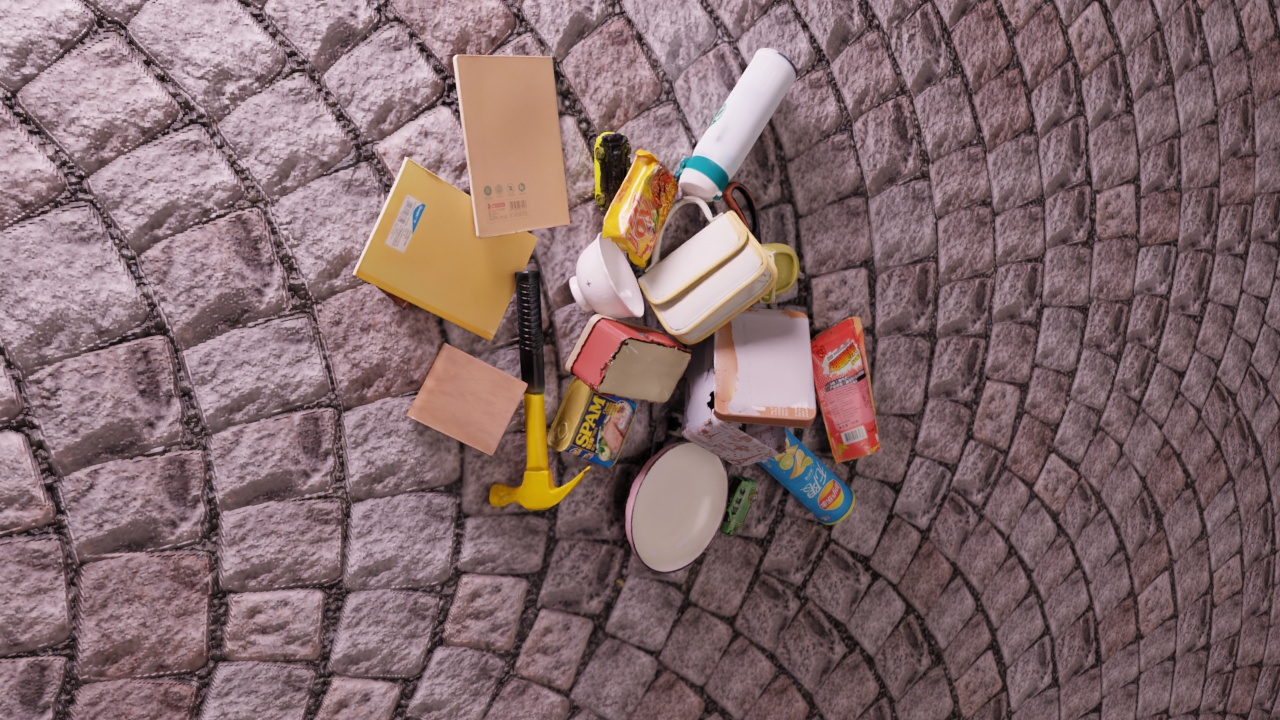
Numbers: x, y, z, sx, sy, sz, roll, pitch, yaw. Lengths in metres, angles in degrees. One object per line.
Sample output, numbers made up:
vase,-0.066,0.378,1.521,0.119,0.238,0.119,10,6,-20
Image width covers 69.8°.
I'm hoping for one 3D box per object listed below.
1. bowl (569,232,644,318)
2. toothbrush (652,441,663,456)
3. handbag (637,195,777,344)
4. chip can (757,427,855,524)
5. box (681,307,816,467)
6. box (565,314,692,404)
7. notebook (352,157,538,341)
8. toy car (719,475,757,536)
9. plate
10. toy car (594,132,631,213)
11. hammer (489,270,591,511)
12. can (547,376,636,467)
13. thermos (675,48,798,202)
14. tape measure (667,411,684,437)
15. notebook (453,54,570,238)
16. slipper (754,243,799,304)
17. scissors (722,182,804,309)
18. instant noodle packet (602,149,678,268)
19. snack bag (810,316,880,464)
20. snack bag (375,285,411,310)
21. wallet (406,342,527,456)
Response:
bowl,-0.051,-0.097,1.174,0.065,0.118,0.118,-25,116,16
toothbrush,0.021,0.206,1.306,0.014,0.016,0.189,-7,104,-39
handbag,0.071,-0.132,1.212,0.163,0.178,0.063,-37,157,9
chip can,0.240,0.166,1.394,0.210,0.071,0.071,43,76,-29
box,0.154,0.020,1.225,0.150,0.167,0.181,30,50,-35
box,-0.007,0.007,1.173,0.168,0.078,0.091,11,110,-56
notebook,-0.222,-0.124,1.078,0.206,0.010,0.146,28,83,-45
toy car,0.140,0.214,1.359,0.036,0.043,0.091,25,83,-34
plate,0.046,0.201,1.289,0.192,0.039,0.192,-12,109,-40
toy car,-0.039,-0.242,1.185,0.048,0.032,0.105,-16,117,-31
hammer,-0.132,0.039,1.145,0.129,0.032,0.301,-2,95,10
can,-0.062,0.082,1.209,0.083,0.057,0.102,25,85,-34
thermos,0.129,-0.319,1.254,0.073,0.073,0.224,38,79,-30
tape measure,0.073,0.092,1.284,0.065,0.066,0.033,10,90,-47
notebook,-0.151,-0.260,1.107,0.147,0.008,0.208,-18,108,-44
slipper,0.160,-0.119,1.278,0.190,0.082,0.092,-14,107,-32
scissors,0.157,-0.158,1.326,0.224,0.015,0.189,2,97,-32
instant noodle packet,0.002,-0.194,1.188,0.128,0.044,0.110,-66,151,-8
snack bag,0.318,0.048,1.431,0.128,0.073,0.208,-24,104,-30
snack bag,-0.261,-0.113,1.075,0.048,0.026,0.104,43,75,-24
wallet,-0.209,0.048,1.112,0.115,0.020,0.101,28,83,-7
